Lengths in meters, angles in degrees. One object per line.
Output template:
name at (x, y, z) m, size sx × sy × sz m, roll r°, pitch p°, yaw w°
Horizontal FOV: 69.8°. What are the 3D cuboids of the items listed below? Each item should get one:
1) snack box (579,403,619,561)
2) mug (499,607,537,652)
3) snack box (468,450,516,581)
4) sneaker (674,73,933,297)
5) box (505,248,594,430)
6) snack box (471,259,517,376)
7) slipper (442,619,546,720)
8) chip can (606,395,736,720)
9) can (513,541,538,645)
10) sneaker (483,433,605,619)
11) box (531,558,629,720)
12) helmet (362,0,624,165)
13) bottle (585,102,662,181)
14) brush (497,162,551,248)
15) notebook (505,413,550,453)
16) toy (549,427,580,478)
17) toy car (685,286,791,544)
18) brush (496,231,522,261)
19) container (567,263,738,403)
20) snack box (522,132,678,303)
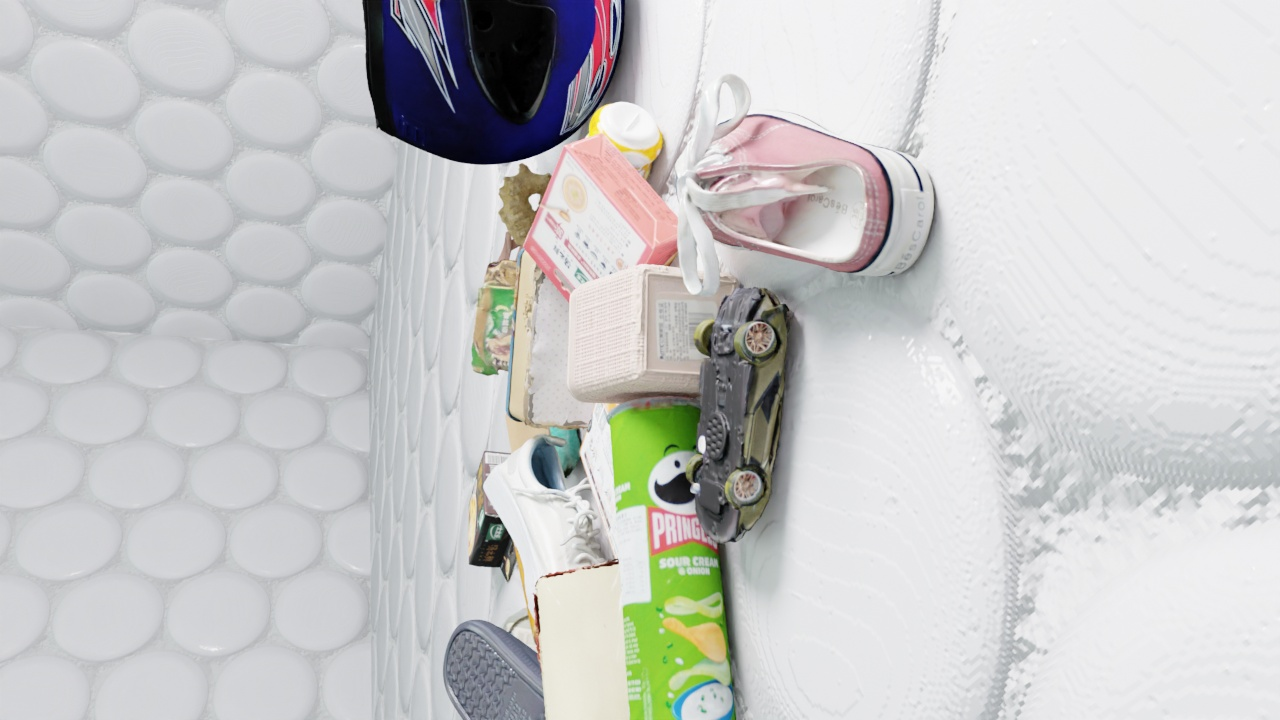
snack box at (-0.016, 0.098, 0.771) m, size 0.153 × 0.026 × 0.075 m, roll -115°, pitch 35°, yaw -51°
mug at (-0.113, 0.288, 0.936) m, size 0.104 × 0.083 × 0.123 m, roll 123°, pitch 170°, yaw -50°
snack box at (-0.187, 0.200, 1.179) m, size 0.125 × 0.053 × 0.113 m, roll -101°, pitch 25°, yaw -46°
sneaker at (0.060, -0.099, 0.520) m, size 0.241 × 0.087 × 0.118 m, roll -138°, pitch 54°, yaw -63°
box at (-0.073, -0.015, 0.855) m, size 0.059 × 0.089 × 0.184 m, roll 23°, pitch 107°, yaw 62°
snack box at (-0.108, -0.046, 0.943) m, size 0.105 × 0.118 × 0.117 m, roll -125°, pitch 43°, yaw -77°
slipper at (-0.073, 0.321, 0.800) m, size 0.268 × 0.083 × 0.111 m, roll 34°, pitch 106°, yaw 40°
chip can at (0.019, 0.145, 0.606) m, size 0.072 × 0.072 × 0.235 m, roll 135°, pitch 135°, yaw -60°
can at (-0.086, 0.213, 0.889) m, size 0.146 × 0.058 × 0.058 m, roll -115°, pitch 35°, yaw -51°
sneaker at (-0.060, 0.161, 0.813) m, size 0.091 × 0.089 × 0.242 m, roll -47°, pitch 46°, yaw 13°
box at (-0.029, 0.233, 0.658) m, size 0.080 × 0.091 × 0.168 m, roll 72°, pitch -174°, yaw -56°
helmet at (-0.134, -0.341, 0.847) m, size 0.247 × 0.240 × 0.316 m, roll -114°, pitch 24°, yaw -53°
bottle at (-0.024, -0.166, 0.787) m, size 0.109 × 0.063 × 0.063 m, roll 121°, pitch 146°, yaw -50°
brush at (-0.113, -0.088, 1.015) m, size 0.046 × 0.083 × 0.255 m, roll -157°, pitch 64°, yaw -66°
notebook at (-0.134, 0.099, 1.106) m, size 0.207 × 0.008 × 0.148 m, roll -106°, pitch 29°, yaw -42°
toy at (-0.079, 0.081, 0.938) m, size 0.097 × 0.030 × 0.091 m, roll 113°, pitch 155°, yaw -54°
toy car at (0.059, 0.034, 0.562) m, size 0.070 × 0.042 × 0.158 m, roll -164°, pitch 80°, yaw -69°
brush at (-0.145, -0.090, 1.082) m, size 0.063 × 0.073 × 0.146 m, roll -106°, pitch 30°, yaw -44°
container at (0.010, -0.017, 0.641) m, size 0.111 × 0.089 × 0.090 m, roll 166°, pitch 107°, yaw -66°
snack box at (-0.031, -0.099, 0.750) m, size 0.113 × 0.044 × 0.127 m, roll 51°, pitch 143°, yaw 13°
